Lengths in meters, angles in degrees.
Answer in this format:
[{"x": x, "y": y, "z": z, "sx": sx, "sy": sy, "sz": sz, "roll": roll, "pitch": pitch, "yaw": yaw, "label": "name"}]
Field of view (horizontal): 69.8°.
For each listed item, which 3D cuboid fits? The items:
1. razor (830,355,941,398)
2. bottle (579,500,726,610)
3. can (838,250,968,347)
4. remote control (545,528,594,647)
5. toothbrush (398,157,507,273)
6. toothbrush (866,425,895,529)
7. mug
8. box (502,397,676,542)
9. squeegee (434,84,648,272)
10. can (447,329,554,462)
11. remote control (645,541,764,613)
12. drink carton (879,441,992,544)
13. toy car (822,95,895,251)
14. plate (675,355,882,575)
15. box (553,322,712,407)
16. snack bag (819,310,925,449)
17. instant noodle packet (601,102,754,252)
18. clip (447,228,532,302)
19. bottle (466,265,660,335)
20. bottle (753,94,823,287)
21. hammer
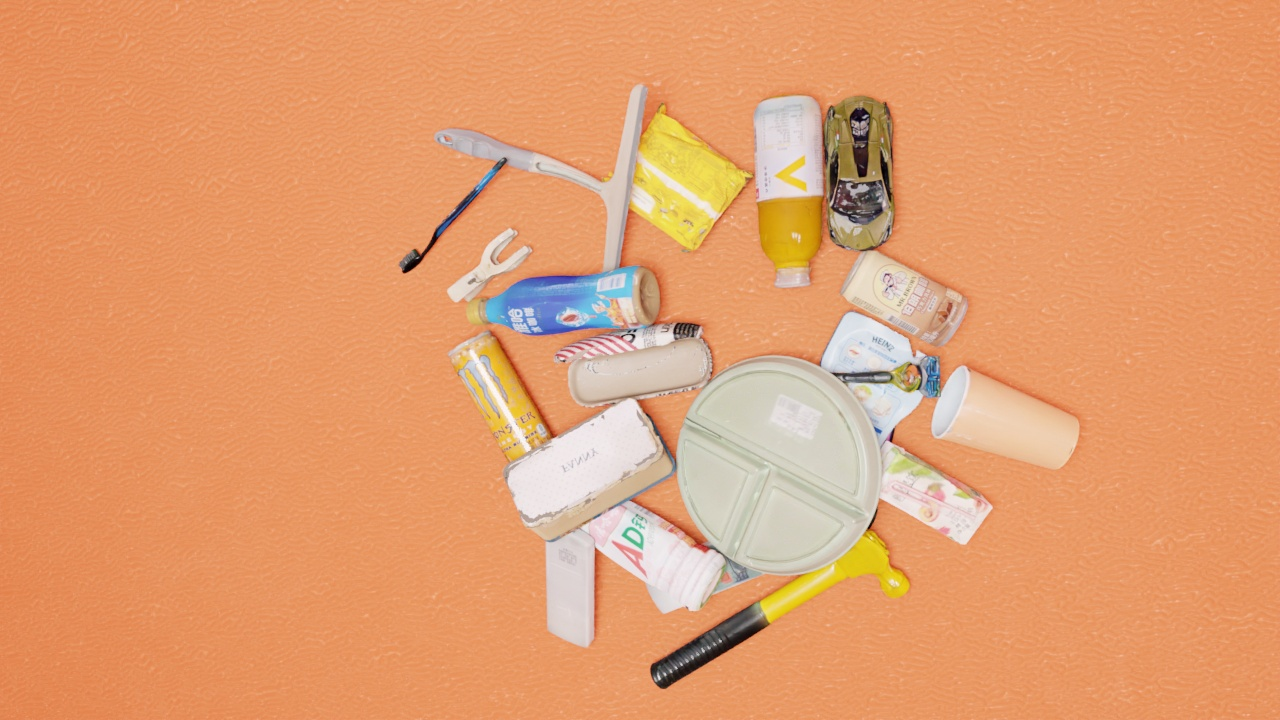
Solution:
[{"x": 0.230, "y": 0.017, "z": 0.930, "sx": 0.143, "sy": 0.022, "sz": 0.042, "roll": -1, "pitch": 87, "yaw": 15, "label": "razor"}, {"x": -0.005, "y": 0.195, "z": 0.999, "sx": 0.197, "sy": 0.068, "sz": 0.068, "roll": 28, "pitch": 101, "yaw": 19, "label": "bottle"}, {"x": 0.265, "y": -0.064, "z": 0.928, "sx": 0.116, "sy": 0.058, "sz": 0.058, "roll": 29, "pitch": 101, "yaw": 6, "label": "can"}, {"x": -0.078, "y": 0.251, "z": 1.027, "sx": 0.058, "sy": 0.021, "sz": 0.150, "roll": 16, "pitch": 118, "yaw": 27, "label": "remote control"}, {"x": -0.208, "y": -0.159, "z": 1.009, "sx": 0.190, "sy": 0.014, "sz": 0.016, "roll": -41, "pitch": 76, "yaw": 25, "label": "toothbrush"}, {"x": 0.260, "y": 0.089, "z": 0.975, "sx": 0.014, "sy": 0.017, "sz": 0.189, "roll": 12, "pitch": 96, "yaw": 8, "label": "toothbrush"}, {"x": 0.367, "y": 0.062, "z": 0.921, "sx": 0.123, "sy": 0.078, "sz": 0.078, "roll": 20, "pitch": 100, "yaw": 2, "label": "mug"}, {"x": -0.049, "y": 0.114, "z": 0.981, "sx": 0.184, "sy": 0.062, "sz": 0.089, "roll": -27, "pitch": 59, "yaw": 1, "label": "box"}, {"x": -0.111, "y": -0.208, "z": 0.984, "sx": 0.247, "sy": 0.039, "sz": 0.247, "roll": 22, "pitch": 126, "yaw": 18, "label": "squeegee"}, {"x": -0.155, "y": 0.042, "z": 1.020, "sx": 0.058, "sy": 0.058, "sz": 0.146, "roll": -30, "pitch": 91, "yaw": 13, "label": "can"}, {"x": 0.071, "y": 0.234, "z": 1.023, "sx": 0.135, "sy": 0.019, "sz": 0.056, "roll": -25, "pitch": 93, "yaw": 12, "label": "remote control"}, {"x": 0.293, "y": 0.136, "z": 0.939, "sx": 0.122, "sy": 0.045, "sz": 0.053, "roll": 29, "pitch": 102, "yaw": -12, "label": "drink carton"}, {"x": 0.220, "y": -0.187, "z": 0.917, "sx": 0.070, "sy": 0.042, "sz": 0.158, "roll": -3, "pitch": 81, "yaw": 11, "label": "toy car"}, {"x": 0.133, "y": 0.109, "z": 0.948, "sx": 0.231, "sy": 0.027, "sz": 0.230, "roll": 0, "pitch": 90, "yaw": 32, "label": "plate"}, {"x": -0.006, "y": 0.006, "z": 0.981, "sx": 0.162, "sy": 0.075, "sz": 0.086, "roll": -13, "pitch": 103, "yaw": 10, "label": "box"}, {"x": 0.222, "y": 0.054, "z": 0.962, "sx": 0.110, "sy": 0.038, "sz": 0.191, "roll": 30, "pitch": 100, "yaw": 19, "label": "snack bag"}, {"x": 0.037, "y": -0.189, "z": 0.962, "sx": 0.128, "sy": 0.044, "sz": 0.111, "roll": 39, "pitch": 104, "yaw": 6, "label": "instant noodle packet"}, {"x": -0.167, "y": -0.101, "z": 1.014, "sx": 0.100, "sy": 0.072, "sz": 0.034, "roll": -42, "pitch": 90, "yaw": 7, "label": "clip"}, {"x": -0.089, "y": -0.059, "z": 0.982, "sx": 0.219, "sy": 0.065, "sz": 0.065, "roll": -4, "pitch": 97, "yaw": 25, "label": "bottle"}, {"x": 0.151, "y": -0.169, "z": 0.931, "sx": 0.068, "sy": 0.068, "sz": 0.189, "roll": -2, "pitch": 97, "yaw": 11, "label": "bottle"}, {"x": 0.135, "y": 0.274, "z": 1.001, "sx": 0.301, "sy": 0.032, "sz": 0.129, "roll": -37, "pitch": 106, "yaw": 16, "label": "hammer"}]
